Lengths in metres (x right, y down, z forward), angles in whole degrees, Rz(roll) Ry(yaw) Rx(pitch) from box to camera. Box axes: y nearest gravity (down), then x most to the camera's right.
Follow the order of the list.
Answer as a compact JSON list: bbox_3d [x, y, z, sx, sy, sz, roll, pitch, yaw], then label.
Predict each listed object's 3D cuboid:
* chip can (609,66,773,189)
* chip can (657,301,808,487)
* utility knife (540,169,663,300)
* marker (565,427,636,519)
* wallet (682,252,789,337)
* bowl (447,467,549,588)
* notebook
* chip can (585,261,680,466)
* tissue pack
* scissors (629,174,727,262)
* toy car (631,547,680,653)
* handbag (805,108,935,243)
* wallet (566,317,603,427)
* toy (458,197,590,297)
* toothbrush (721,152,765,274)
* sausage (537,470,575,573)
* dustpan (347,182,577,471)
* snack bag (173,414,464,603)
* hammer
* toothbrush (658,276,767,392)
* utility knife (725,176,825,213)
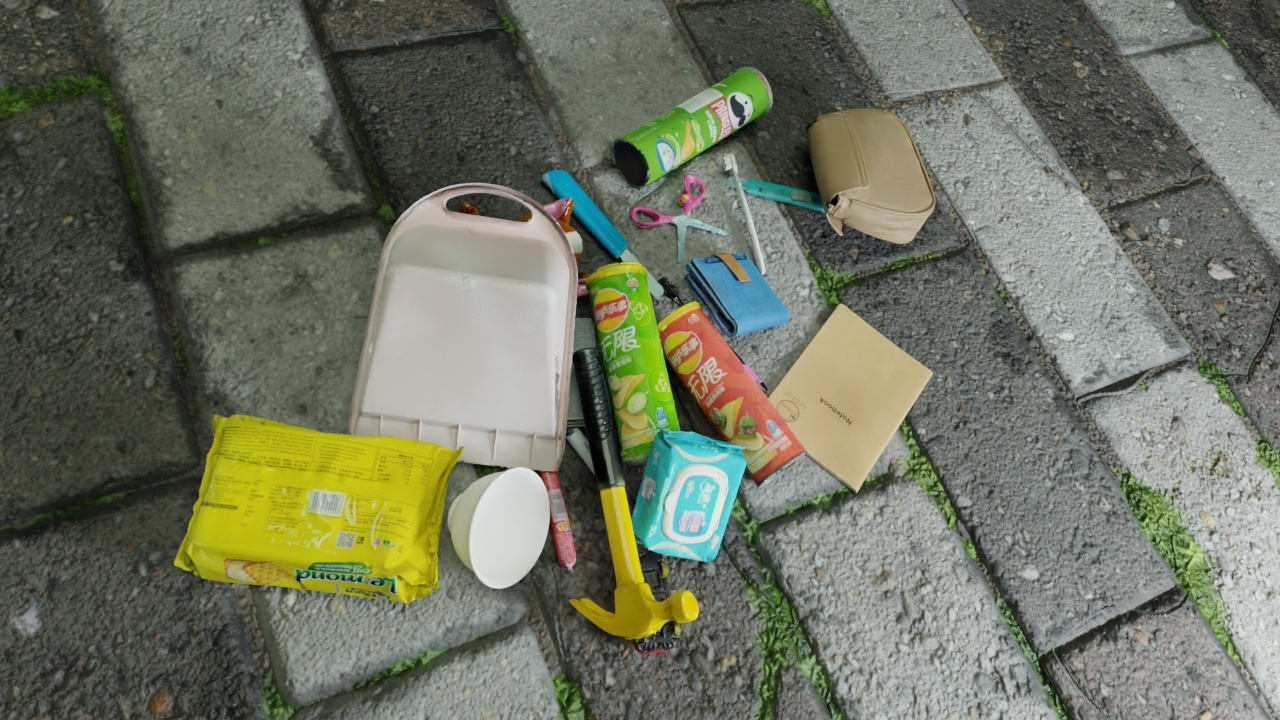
[{"bbox_3d":[0.069,-0.307,1.204,0.235,0.072,0.072,-35,77,-26],"label":"chip can"},{"bbox_3d":[0.098,0.038,1.039,0.073,0.073,0.216,-28,75,-25],"label":"chip can"},{"bbox_3d":[-0.043,-0.156,1.128,0.034,0.018,0.218,-34,75,-28],"label":"utility knife"},{"bbox_3d":[-0.038,0.123,0.992,0.022,0.018,0.130,-29,75,-35],"label":"marker"},{"bbox_3d":[0.116,-0.081,1.093,0.132,0.040,0.106,-14,66,-54],"label":"wallet"},{"bbox_3d":[-0.151,0.160,0.908,0.065,0.118,0.118,7,55,32],"label":"bowl"},{"bbox_3d":[0.252,0.040,1.114,0.148,0.008,0.207,38,61,6],"label":"notebook"},{"bbox_3d":[-0.006,0.006,1.010,0.072,0.073,0.221,-8,76,-18],"label":"chip can"},{"bbox_3d":[0.049,0.137,0.949,0.093,0.050,0.133,11,101,-21],"label":"tissue pack"},{"bbox_3d":[0.050,-0.183,1.170,0.134,0.017,0.133,12,65,-13],"label":"scissors"},{"bbox_3d":[0.008,0.244,0.935,0.049,0.031,0.106,-4,63,-17],"label":"toy car"},{"bbox_3d":[0.297,-0.241,1.211,0.147,0.100,0.204,6,52,-12],"label":"handbag"},{"bbox_3d":[-0.094,0.014,1.022,0.106,0.037,0.129,1,61,-4],"label":"wallet"},{"bbox_3d":[-0.145,-0.114,1.027,0.199,0.131,0.140,-13,92,-31],"label":"toy"},{"bbox_3d":[0.134,-0.192,1.189,0.016,0.016,0.180,-11,71,-6],"label":"toothbrush"},{"bbox_3d":[-0.090,0.148,0.965,0.020,0.020,0.155,-8,66,-18],"label":"sausage"},{"bbox_3d":[-0.171,-0.035,0.959,0.222,0.274,0.138,10,25,-8],"label":"dustpan"},{"bbox_3d":[-0.303,0.137,0.872,0.246,0.068,0.157,7,62,-3],"label":"snack bag"},{"bbox_3d":[-0.030,0.129,0.928,0.032,0.129,0.300,20,53,-55],"label":"hammer"},{"bbox_3d":[0.088,-0.033,1.103,0.014,0.018,0.189,-39,80,-26],"label":"toothbrush"},{"bbox_3d":[0.197,-0.221,1.227,0.176,0.013,0.029,11,63,-9],"label":"utility knife"}]
